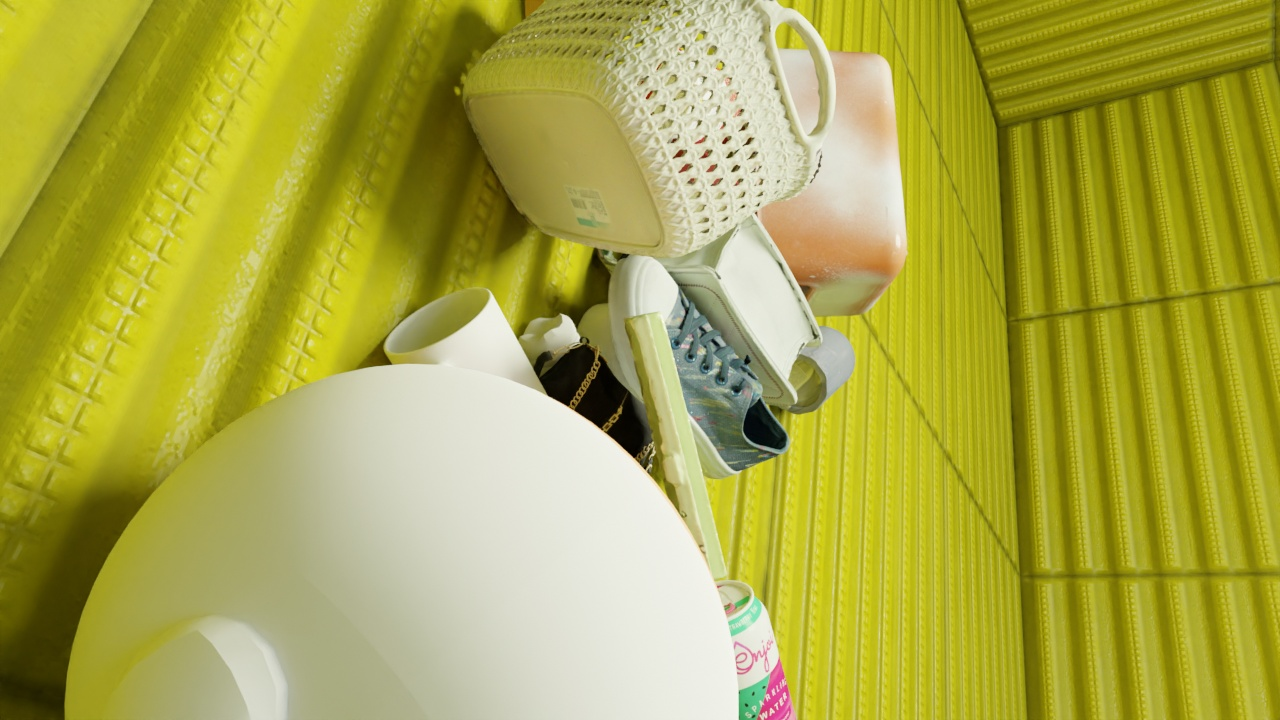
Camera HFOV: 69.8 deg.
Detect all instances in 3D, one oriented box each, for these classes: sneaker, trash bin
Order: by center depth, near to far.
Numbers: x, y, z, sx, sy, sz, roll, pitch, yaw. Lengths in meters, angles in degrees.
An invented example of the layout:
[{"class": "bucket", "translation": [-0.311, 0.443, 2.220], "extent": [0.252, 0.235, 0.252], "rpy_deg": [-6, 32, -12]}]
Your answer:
[{"class": "sneaker", "translation": [0.052, 0.012, 0.744], "extent": [0.235, 0.079, 0.087], "rpy_deg": [58, 37, -34]}, {"class": "trash bin", "translation": [0.181, -0.182, 0.978], "extent": [0.182, 0.157, 0.259], "rpy_deg": [95, -4, -74]}]

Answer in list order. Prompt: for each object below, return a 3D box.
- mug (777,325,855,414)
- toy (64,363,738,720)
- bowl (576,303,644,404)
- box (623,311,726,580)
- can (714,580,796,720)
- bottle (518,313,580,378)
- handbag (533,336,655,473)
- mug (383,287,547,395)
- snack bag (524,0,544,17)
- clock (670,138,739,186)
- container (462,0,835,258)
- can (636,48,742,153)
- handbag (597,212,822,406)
[{"class": "mug", "translation": [0.193, -0.005, 1.111], "extent": [0.124, 0.084, 0.103], "rpy_deg": [55, 34, 2]}, {"class": "toy", "translation": [-0.091, 0.137, 0.408], "extent": [0.263, 0.266, 0.280], "rpy_deg": [50, 10, 7]}, {"class": "bowl", "translation": [-0.005, 0.005, 0.782], "extent": [0.114, 0.051, 0.114], "rpy_deg": [22, 64, -56]}, {"class": "box", "translation": [0.022, 0.060, 0.600], "extent": [0.138, 0.030, 0.187], "rpy_deg": [-159, -125, -86]}, {"class": "can", "translation": [0.086, 0.290, 0.827], "extent": [0.088, 0.088, 0.166], "rpy_deg": [-37, 114, -57]}, {"class": "bottle", "translation": [-0.048, 0.029, 0.709], "extent": [0.136, 0.044, 0.044], "rpy_deg": [65, 34, -27]}, {"class": "handbag", "translation": [-0.034, 0.042, 0.670], "extent": [0.079, 0.054, 0.128], "rpy_deg": [-48, 116, -13]}, {"class": "mug", "translation": [-0.106, 0.020, 0.565], "extent": [0.110, 0.074, 0.090], "rpy_deg": [-93, 160, -61]}, {"class": "snack bag", "translation": [-0.080, -0.261, 0.748], "extent": [0.020, 0.026, 0.099], "rpy_deg": [18, 66, -64]}, {"class": "clock", "translation": [0.047, -0.159, 0.857], "extent": [0.096, 0.137, 0.048], "rpy_deg": [41, 88, -16]}, {"class": "container", "translation": [-0.007, -0.168, 0.637], "extent": [0.143, 0.252, 0.185], "rpy_deg": [-43, 126, -22]}, {"class": "can", "translation": [0.039, -0.251, 0.889], "extent": [0.116, 0.087, 0.086], "rpy_deg": [-9, 90, -61]}, {"class": "handbag", "translation": [0.066, -0.052, 0.830], "extent": [0.198, 0.142, 0.096], "rpy_deg": [51, 58, -43]}]
